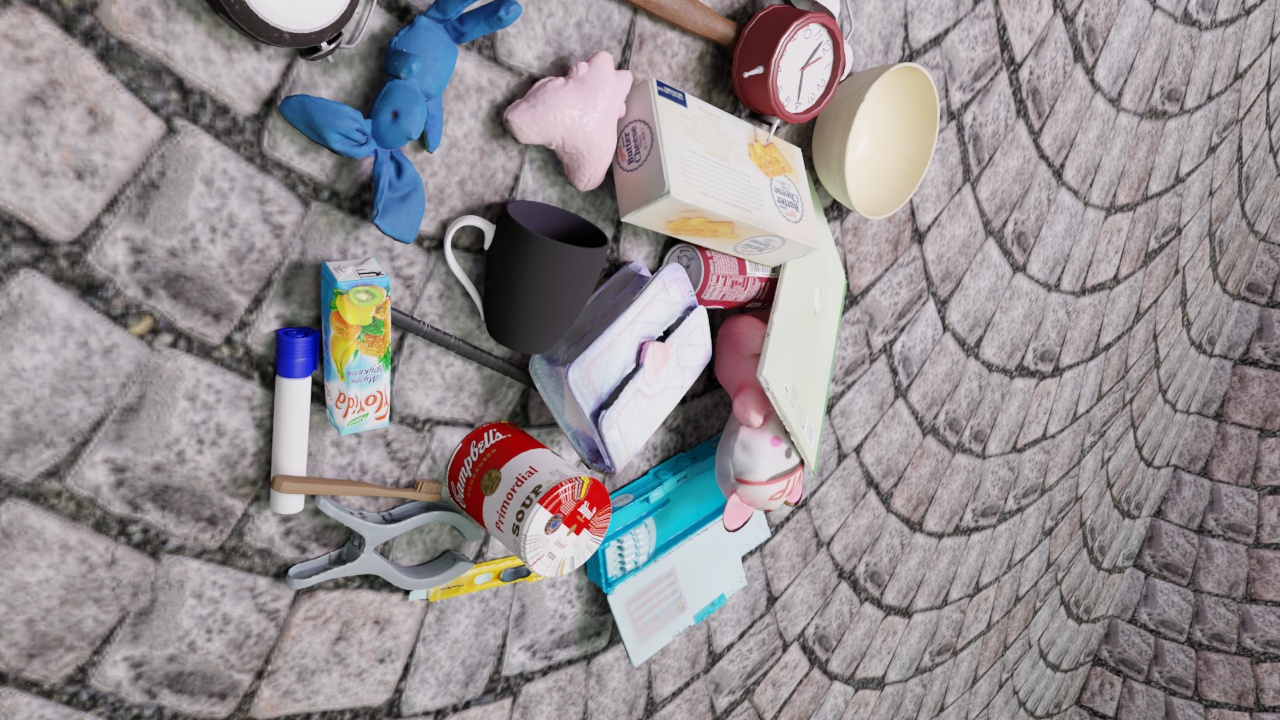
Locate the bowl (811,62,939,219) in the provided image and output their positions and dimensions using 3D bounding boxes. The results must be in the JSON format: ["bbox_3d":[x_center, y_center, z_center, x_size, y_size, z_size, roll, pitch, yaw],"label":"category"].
[{"bbox_3d":[0.223,-0.223,0.915,0.150,0.075,0.151,-22,125,-36],"label":"bowl"}]

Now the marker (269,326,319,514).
[{"bbox_3d":[-0.243,0.043,0.643,0.027,0.023,0.133,-26,130,-60],"label":"marker"}]

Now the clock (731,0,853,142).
[{"bbox_3d":[0.135,-0.260,0.783,0.137,0.048,0.096,-44,136,-12],"label":"clock"}]

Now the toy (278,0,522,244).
[{"bbox_3d":[-0.150,-0.175,0.587,0.112,0.071,0.176,30,96,-47],"label":"toy"}]

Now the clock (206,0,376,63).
[{"bbox_3d":[-0.201,-0.225,0.529,0.122,0.044,0.091,21,95,-47],"label":"clock"}]

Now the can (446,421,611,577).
[{"bbox_3d":[-0.092,0.111,0.753,0.086,0.116,0.087,-21,124,-35],"label":"can"}]

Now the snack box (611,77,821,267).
[{"bbox_3d":[0.066,-0.151,0.778,0.207,0.058,0.104,9,67,-46],"label":"snack box"}]

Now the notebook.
[{"bbox_3d":[0.169,-0.037,0.915,0.182,0.010,0.251,55,42,-46],"label":"notebook"}]

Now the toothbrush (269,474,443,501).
[{"bbox_3d":[-0.207,0.095,0.689,0.166,0.016,0.016,18,94,-59],"label":"toothbrush"}]

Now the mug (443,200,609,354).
[{"bbox_3d":[-0.095,-0.064,0.699,0.118,0.084,0.100,15,115,-17],"label":"mug"}]

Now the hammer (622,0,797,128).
[{"bbox_3d":[0.041,-0.282,0.743,0.322,0.033,0.115,6,108,-45],"label":"hammer"}]

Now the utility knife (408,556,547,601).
[{"bbox_3d":[-0.137,0.196,0.832,0.162,0.017,0.030,-1,102,-40],"label":"utility knife"}]

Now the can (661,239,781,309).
[{"bbox_3d":[0.078,-0.080,0.857,0.114,0.063,0.063,-1,111,-44],"label":"can"}]

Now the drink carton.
[{"bbox_3d":[-0.198,-0.007,0.638,0.044,0.038,0.129,-11,126,-31],"label":"drink carton"}]

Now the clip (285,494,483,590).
[{"bbox_3d":[-0.193,0.132,0.735,0.163,0.028,0.107,9,102,-47],"label":"clip"}]

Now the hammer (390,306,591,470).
[{"bbox_3d":[-0.116,0.011,0.750,0.324,0.015,0.095,29,102,-45],"label":"hammer"}]

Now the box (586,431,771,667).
[{"bbox_3d":[0.047,0.188,0.972,0.226,0.056,0.185,-26,116,-33],"label":"box"}]

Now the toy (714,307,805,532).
[{"bbox_3d":[0.120,0.056,0.917,0.141,0.084,0.213,-17,104,-57],"label":"toy"}]

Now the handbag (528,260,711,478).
[{"bbox_3d":[-0.005,0.005,0.782,0.158,0.069,0.126,-47,126,-31],"label":"handbag"}]

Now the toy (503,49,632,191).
[{"bbox_3d":[-0.045,-0.187,0.691,0.099,0.053,0.096,33,93,-42],"label":"toy"}]
